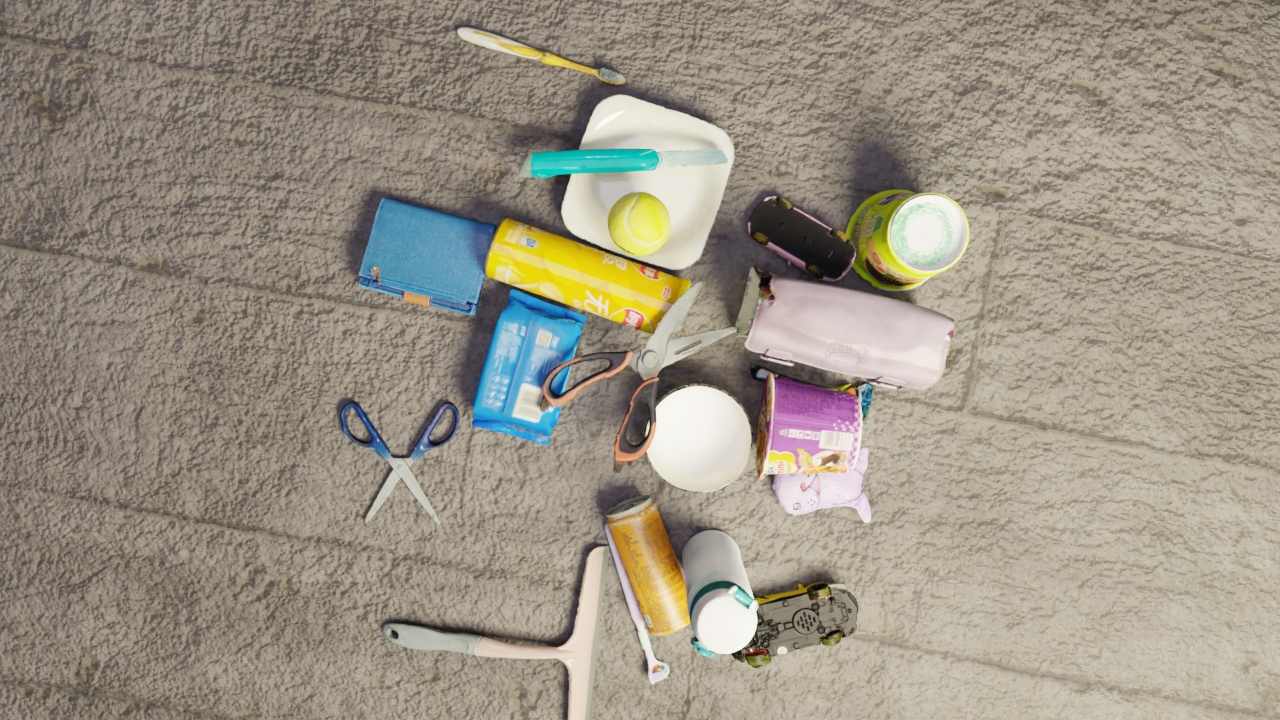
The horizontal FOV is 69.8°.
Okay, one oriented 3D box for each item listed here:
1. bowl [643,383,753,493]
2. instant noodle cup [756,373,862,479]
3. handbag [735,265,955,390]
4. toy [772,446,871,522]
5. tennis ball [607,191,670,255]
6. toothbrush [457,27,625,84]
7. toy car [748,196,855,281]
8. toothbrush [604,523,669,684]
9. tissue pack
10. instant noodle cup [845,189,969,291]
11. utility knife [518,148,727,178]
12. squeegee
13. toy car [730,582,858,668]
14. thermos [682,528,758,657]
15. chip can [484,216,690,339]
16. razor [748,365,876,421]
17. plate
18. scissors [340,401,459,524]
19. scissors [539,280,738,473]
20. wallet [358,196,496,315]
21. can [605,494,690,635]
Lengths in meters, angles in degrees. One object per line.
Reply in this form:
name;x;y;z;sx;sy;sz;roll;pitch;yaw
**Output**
bowl;0.062;0.081;0.999;0.116;0.066;0.116;0;94;3
instant noodle cup;0.178;0.073;0.975;0.099;0.111;0.111;5;94;0
handbag;0.205;-0.033;0.950;0.197;0.145;0.098;14;91;1
toy;0.200;0.140;1.013;0.108;0.039;0.084;-4;83;1
tennis ball;-0.001;-0.142;0.951;0.065;0.065;0.065;0;94;1
toothbrush;-0.108;-0.332;0.997;0.191;0.018;0.016;17;92;0
toy car;0.174;-0.131;0.994;0.122;0.037;0.056;35;86;16
toothbrush;-0.007;0.272;1.037;0.029;0.021;0.189;-20;93;-40
tissue pack;-0.123;0.008;1.005;0.095;0.052;0.157;16;94;-2
instant noodle cup;0.280;-0.128;0.952;0.112;0.123;0.111;0;94;1
utility knife;-0.019;-0.210;0.972;0.223;0.013;0.029;-1;92;3
squeegee;-0.171;0.321;1.035;0.249;0.040;0.247;6;95;1
toy car;0.166;0.292;1.024;0.156;0.041;0.071;-16;94;4
thermos;0.076;0.233;0.930;0.073;0.224;0.073;0;94;1
chip can;-0.056;-0.088;0.988;0.213;0.072;0.072;20;94;1
razor;0.189;0.029;1.016;0.143;0.022;0.042;16;93;0
plate;0.008;-0.192;0.997;0.163;0.034;0.164;19;95;0
scissors;-0.267;0.108;1.035;0.162;0.012;0.173;-34;93;3
scissors;-0.005;0.014;0.957;0.189;0.015;0.227;13;96;8
wallet;-0.232;-0.113;1.006;0.133;0.040;0.106;14;85;0
can;0.011;0.226;1.014;0.058;0.058;0.146;-20;93;2
